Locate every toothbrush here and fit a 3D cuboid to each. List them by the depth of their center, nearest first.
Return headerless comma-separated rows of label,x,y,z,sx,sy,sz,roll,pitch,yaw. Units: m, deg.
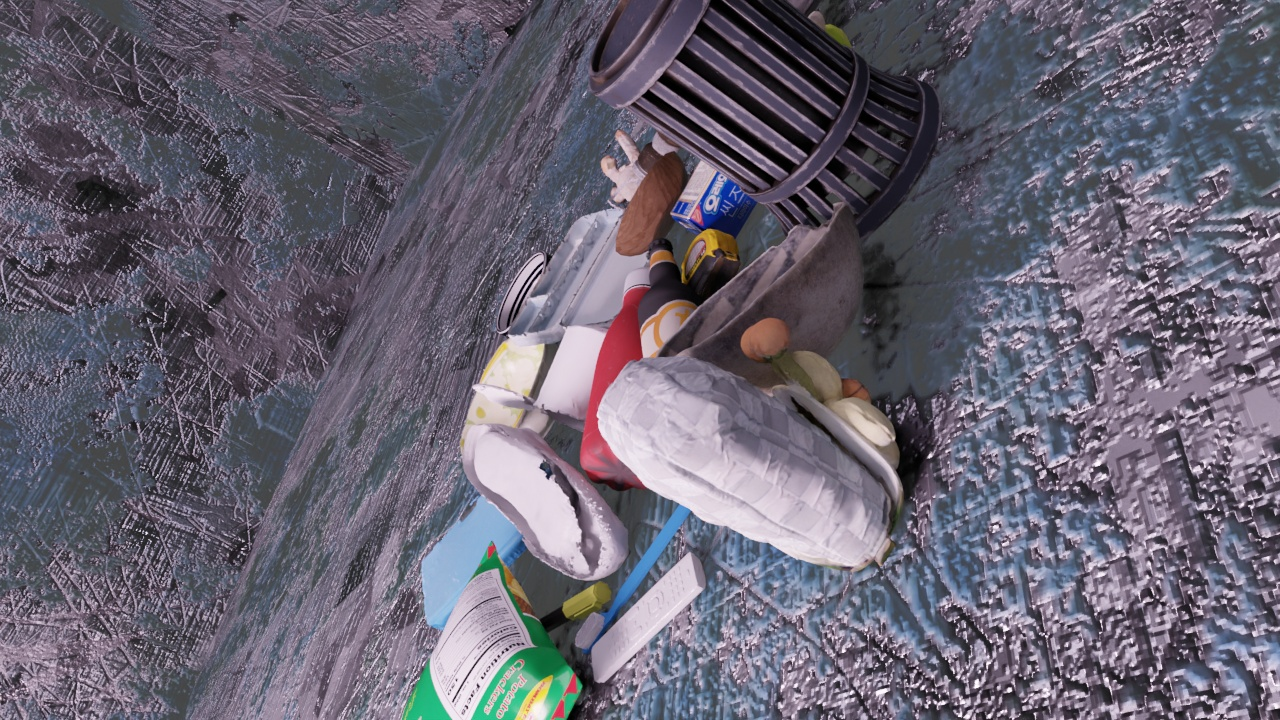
toothbrush,-0.003,0.169,0.741,0.167,0.014,0.016,-56,24,10

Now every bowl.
bowl,0.096,-0.024,0.650,0.178,0.081,0.178,-40,4,4
bowl,0.018,-0.152,0.929,0.117,0.030,0.118,-56,-10,-16
bowl,-0.142,0.050,1.094,0.188,0.060,0.219,-56,25,11
bowl,-0.128,-0.074,1.191,0.120,0.066,0.120,-45,28,33

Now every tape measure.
tape measure,0.067,-0.088,0.851,0.064,0.037,0.066,-103,33,-49

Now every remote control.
remote control,0.005,0.197,0.696,0.131,0.012,0.033,-49,29,25

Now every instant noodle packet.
instant noodle packet,-0.136,0.291,0.776,0.195,0.090,0.253,-63,28,2

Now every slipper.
slipper,-0.087,0.126,0.854,0.247,0.074,0.112,29,123,52

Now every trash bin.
trash bin,0.088,-0.206,0.703,0.165,0.227,0.164,-45,28,33

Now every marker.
marker,-0.067,0.224,0.805,0.124,0.017,0.021,-40,31,42

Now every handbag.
handbag,0.069,0.041,0.541,0.123,0.171,0.112,-61,24,1

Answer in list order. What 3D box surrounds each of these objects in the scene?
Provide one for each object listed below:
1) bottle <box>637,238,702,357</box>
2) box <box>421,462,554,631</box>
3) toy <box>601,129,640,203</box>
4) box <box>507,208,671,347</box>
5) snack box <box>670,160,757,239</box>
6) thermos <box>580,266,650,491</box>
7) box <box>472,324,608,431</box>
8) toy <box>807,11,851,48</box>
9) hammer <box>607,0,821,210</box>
bottle,0.028,-0.037,0.809,0.059,0.059,0.181,-42,41,37
box,-0.165,0.202,1.009,0.232,0.052,0.093,-47,43,29
toy,0.005,-0.227,1.088,0.074,0.085,0.106,-36,34,-28
box,-0.048,-0.105,1.042,0.189,0.037,0.208,-6,47,40
snack box,0.109,-0.212,0.883,0.207,0.057,0.056,-60,20,4
thermos,-0.005,0.005,0.851,0.073,0.073,0.239,-39,31,40
box,-0.087,0.009,0.941,0.080,0.150,0.106,63,-135,-69
toy,0.144,-0.260,0.808,0.046,0.115,0.092,41,100,36
hammer,0.064,-0.289,0.966,0.176,0.079,0.327,-36,-15,-54
